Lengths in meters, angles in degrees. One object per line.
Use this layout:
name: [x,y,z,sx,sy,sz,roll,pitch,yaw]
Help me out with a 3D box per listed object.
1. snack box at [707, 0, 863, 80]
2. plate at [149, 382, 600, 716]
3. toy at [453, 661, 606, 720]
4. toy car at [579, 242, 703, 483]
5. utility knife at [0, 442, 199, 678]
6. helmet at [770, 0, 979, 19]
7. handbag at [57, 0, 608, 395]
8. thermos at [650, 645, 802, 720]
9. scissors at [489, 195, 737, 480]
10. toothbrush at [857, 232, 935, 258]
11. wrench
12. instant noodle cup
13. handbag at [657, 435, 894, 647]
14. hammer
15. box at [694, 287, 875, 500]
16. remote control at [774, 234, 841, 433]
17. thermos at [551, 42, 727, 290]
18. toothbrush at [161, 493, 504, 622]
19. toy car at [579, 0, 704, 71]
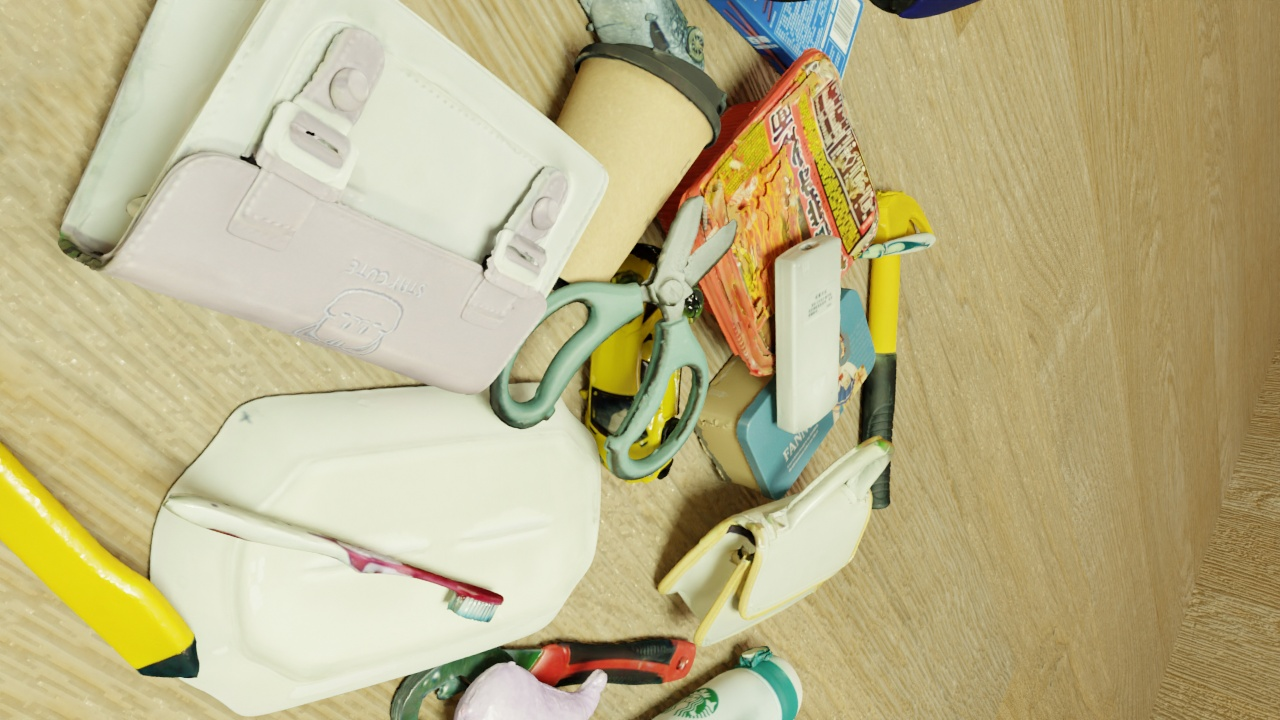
snack box: [0.107,-0.262,0.665,0.157,0.026,0.084,24,81,-48]
plate: [-0.113,0.095,0.489,0.265,0.034,0.162,-1,97,-45]
toy: [-0.068,0.219,0.557,0.108,0.039,0.083,36,71,-40]
toy car: [-0.003,0.003,0.574,0.041,0.071,0.156,-6,105,-48]
utility knife: [-0.233,0.069,0.365,0.033,0.015,0.174,-22,119,7]
helmet: [0.099,-0.309,0.477,0.247,0.241,0.314,37,62,-41]
handbag: [-0.119,-0.072,0.404,0.197,0.098,0.145,25,95,-54]
thermos: [0.042,0.289,0.698,0.223,0.073,0.073,-14,109,-46]
scissors: [-0.014,-0.016,0.502,0.169,0.019,0.178,8,108,-29]
toothbrush: [0.206,-0.093,0.773,0.191,0.018,0.016,-15,110,-44]
wrench: [-0.047,0.210,0.617,0.273,0.016,0.056,12,94,-48]
instant noodle cup: [0.084,-0.100,0.639,0.188,0.079,0.164,-52,133,-26]
handbag: [0.116,0.128,0.676,0.163,0.063,0.179,-9,142,-47]
hammer: [0.224,-0.007,0.853,0.128,0.033,0.301,-14,109,-44]
box: [0.111,0.023,0.713,0.183,0.062,0.090,-52,132,-28]
remote control: [0.115,-0.016,0.633,0.056,0.019,0.135,-30,127,-37]
thermos: [-0.018,-0.108,0.523,0.093,0.093,0.143,34,81,-46]
toothbrush: [-0.135,0.096,0.432,0.187,0.016,0.017,33,83,-43]
toy car: [-0.007,-0.204,0.533,0.036,0.054,0.120,-59,135,-23]
